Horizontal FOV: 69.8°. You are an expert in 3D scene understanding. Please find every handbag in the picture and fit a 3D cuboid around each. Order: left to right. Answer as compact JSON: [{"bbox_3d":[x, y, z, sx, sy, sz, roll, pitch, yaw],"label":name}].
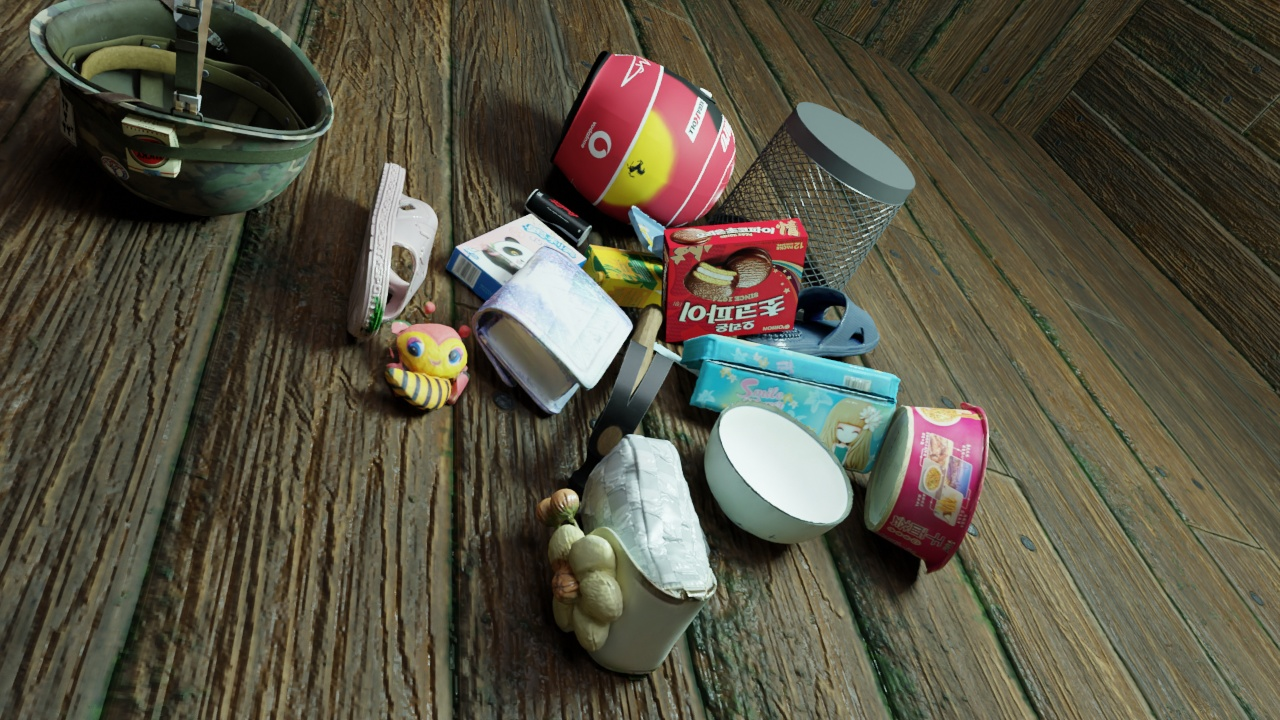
[{"bbox_3d":[-0.087,-0.033,0.899,0.126,0.069,0.158,46,31,-9],"label":"handbag"},{"bbox_3d":[-0.017,0.141,0.712,0.123,0.113,0.171,11,39,-20],"label":"handbag"}]

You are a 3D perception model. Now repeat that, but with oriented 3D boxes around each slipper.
[{"bbox_3d":[-0.228,-0.108,0.863,0.064,0.094,0.239,14,34,-21],"label":"slipper"},{"bbox_3d":[0.218,-0.053,1.168,0.101,0.082,0.262,22,20,40],"label":"slipper"}]

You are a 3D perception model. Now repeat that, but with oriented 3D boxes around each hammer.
[{"bbox_3d":[-0.005,0.005,0.909,0.040,0.132,0.304,27,24,-4],"label":"hammer"}]

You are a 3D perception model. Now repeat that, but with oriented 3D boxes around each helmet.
[{"bbox_3d":[-0.373,-0.236,0.760,0.224,0.237,0.192,25,37,-34],"label":"helmet"},{"bbox_3d":[0.012,-0.282,1.206,0.224,0.198,0.270,27,25,-11],"label":"helmet"}]

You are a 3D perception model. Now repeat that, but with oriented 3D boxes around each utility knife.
[{"bbox_3d":[0.107,0.040,1.042,0.227,0.019,0.030,29,27,-2],"label":"utility knife"}]

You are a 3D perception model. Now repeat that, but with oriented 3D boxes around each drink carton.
[{"bbox_3d":[-0.014,-0.097,1.085,0.122,0.041,0.058,3,44,-40],"label":"drink carton"}]

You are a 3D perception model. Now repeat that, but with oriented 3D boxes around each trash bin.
[{"bbox_3d":[0.229,-0.203,1.262,0.217,0.228,0.217,23,34,-17],"label":"trash bin"}]

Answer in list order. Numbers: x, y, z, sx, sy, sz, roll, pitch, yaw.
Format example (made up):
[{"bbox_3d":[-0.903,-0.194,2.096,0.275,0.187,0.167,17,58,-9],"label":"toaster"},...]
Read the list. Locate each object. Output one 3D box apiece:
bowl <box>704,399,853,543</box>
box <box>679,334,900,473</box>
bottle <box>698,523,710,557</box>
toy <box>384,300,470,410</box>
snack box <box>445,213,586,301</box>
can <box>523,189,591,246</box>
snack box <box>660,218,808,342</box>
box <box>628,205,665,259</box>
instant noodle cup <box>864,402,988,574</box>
[{"bbox_3d":[0.124,0.118,0.897,0.153,0.073,0.153,24,33,-17],"label":"bowl"},{"bbox_3d":[0.155,0.051,1.002,0.226,0.117,0.097,12,-6,-12],"label":"box"},{"bbox_3d":[0.023,0.137,0.808,0.047,0.047,0.112,8,40,-35],"label":"bottle"},{"bbox_3d":[-0.185,0.002,0.800,0.084,0.046,0.103,44,37,-27],"label":"toy"},{"bbox_3d":[-0.131,-0.105,1.000,0.088,0.033,0.153,39,33,6],"label":"snack box"},{"bbox_3d":[-0.101,-0.173,1.115,0.080,0.032,0.031,35,33,1],"label":"can"},{"bbox_3d":[0.102,-0.089,1.038,0.152,0.133,0.035,-6,43,-7],"label":"snack box"},{"bbox_3d":[0.070,-0.121,1.131,0.122,0.047,0.209,30,4,37],"label":"box"},{"bbox_3d":[0.293,0.123,0.967,0.078,0.179,0.178,17,33,4],"label":"instant noodle cup"}]
